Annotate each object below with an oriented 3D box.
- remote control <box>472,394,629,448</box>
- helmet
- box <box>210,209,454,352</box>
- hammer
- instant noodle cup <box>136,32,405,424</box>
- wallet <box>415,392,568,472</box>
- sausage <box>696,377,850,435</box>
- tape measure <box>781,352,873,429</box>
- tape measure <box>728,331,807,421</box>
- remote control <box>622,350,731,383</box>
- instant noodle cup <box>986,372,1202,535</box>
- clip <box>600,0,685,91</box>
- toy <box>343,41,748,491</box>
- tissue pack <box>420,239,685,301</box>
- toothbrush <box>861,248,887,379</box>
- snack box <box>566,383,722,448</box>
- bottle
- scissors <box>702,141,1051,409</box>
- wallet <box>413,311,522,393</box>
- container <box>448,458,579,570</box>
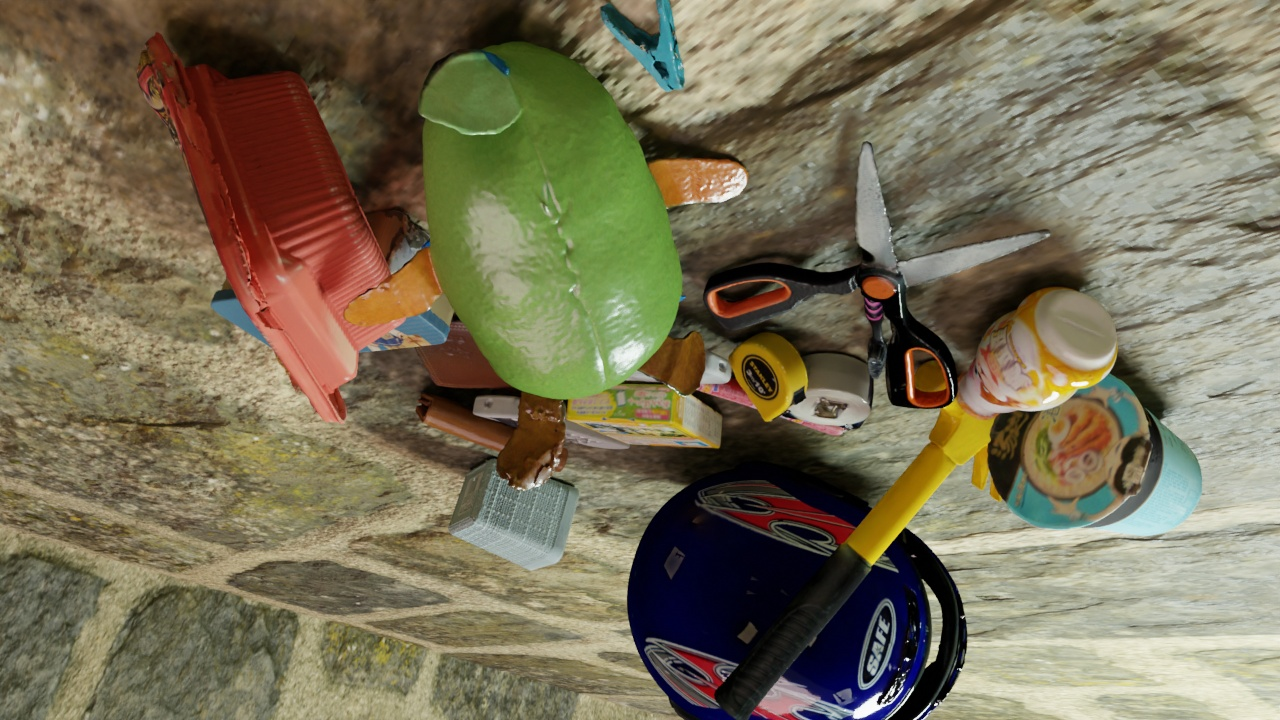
[{"bbox_3d":[-0.075,0.056,0.805,0.058,0.021,0.150,-1,165,43],"label":"remote control"},{"bbox_3d":[0.142,0.227,0.827,0.316,0.247,0.240,15,173,13],"label":"helmet"},{"bbox_3d":[-0.218,-0.049,0.652,0.185,0.061,0.090,-8,147,31],"label":"box"},{"bbox_3d":[0.161,0.145,0.679,0.128,0.301,0.033,37,-175,-31],"label":"hammer"},{"bbox_3d":[-0.192,-0.074,0.507,0.079,0.188,0.165,-23,157,-11],"label":"instant noodle cup"},{"bbox_3d":[-0.138,0.064,0.841,0.131,0.031,0.108,23,176,-18],"label":"wallet"},{"bbox_3d":[0.099,0.031,0.728,0.155,0.020,0.020,18,153,-14],"label":"sausage"},{"bbox_3d":[0.139,0.023,0.679,0.066,0.033,0.066,8,154,4],"label":"tape measure"},{"bbox_3d":[0.094,0.008,0.651,0.060,0.028,0.057,56,150,9],"label":"tape measure"},{"bbox_3d":[-0.004,0.004,0.667,0.136,0.020,0.055,0,171,26],"label":"remote control"},{"bbox_3d":[0.323,0.074,0.634,0.120,0.111,0.111,21,153,-34],"label":"instant noodle cup"},{"bbox_3d":[0.007,-0.146,0.424,0.034,0.013,0.054,-4,150,30],"label":"clip"},{"bbox_3d":[-0.043,-0.054,0.486,0.226,0.090,0.247,-24,127,-13],"label":"toy"},{"bbox_3d":[-0.056,-0.051,0.591,0.157,0.052,0.095,25,151,-24],"label":"tissue pack"},{"bbox_3d":[0.145,-0.040,0.574,0.014,0.017,0.189,8,153,21],"label":"toothbrush"},{"bbox_3d":[0.007,0.046,0.740,0.087,0.033,0.140,1,169,20],"label":"snack box"},{"bbox_3d":[0.237,0.002,0.564,0.063,0.063,0.109,15,153,-7],"label":"bottle"},{"bbox_3d":[0.135,-0.041,0.550,0.221,0.021,0.234,1,143,35],"label":"scissors"},{"bbox_3d":[-0.117,-0.009,0.725,0.124,0.032,0.101,5,150,11],"label":"wallet"},{"bbox_3d":[-0.144,0.171,1.025,0.111,0.089,0.090,26,150,-22],"label":"container"}]
